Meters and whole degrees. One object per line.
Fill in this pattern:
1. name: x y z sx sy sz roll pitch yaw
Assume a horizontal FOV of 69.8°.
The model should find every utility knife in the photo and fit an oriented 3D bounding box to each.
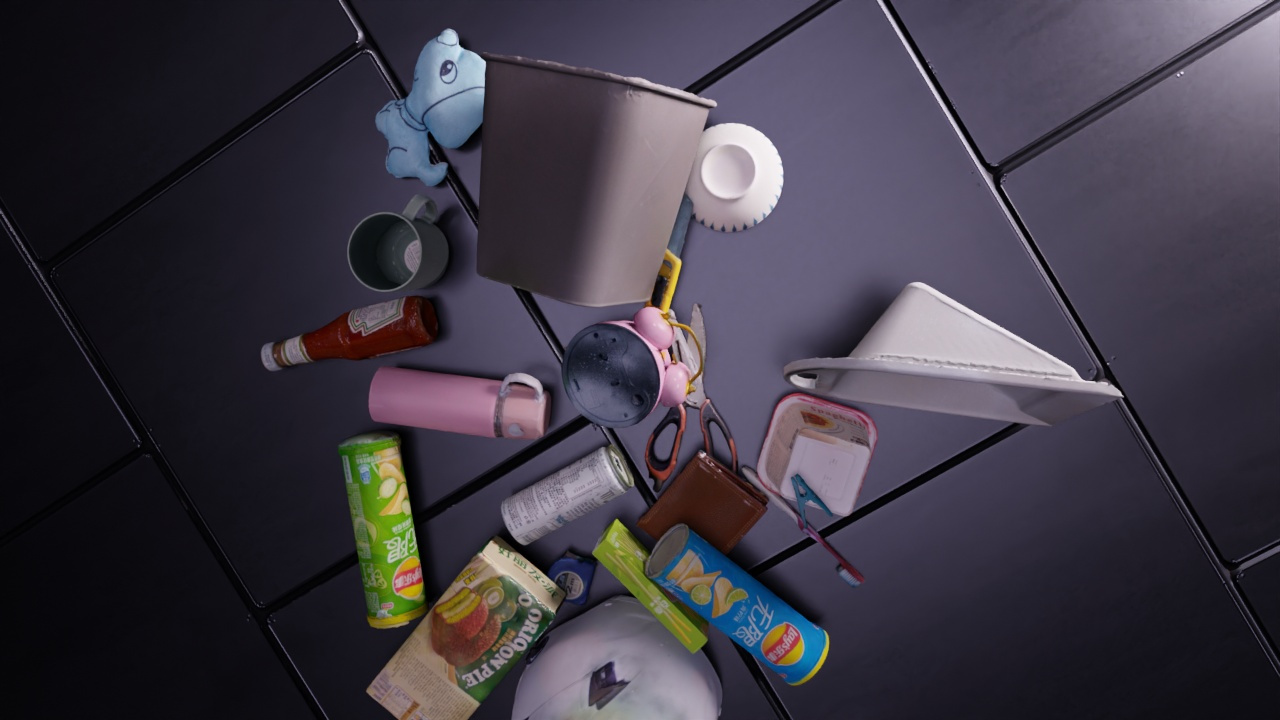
1. utility knife: 0.021 -0.080 1.007 0.033 0.015 0.218 21 109 16

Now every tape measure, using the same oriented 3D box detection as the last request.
1. tape measure: -0.081 0.252 1.068 0.054 0.025 0.058 16 101 7

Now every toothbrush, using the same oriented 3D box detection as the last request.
1. toothbrush: 0.181 0.188 1.036 0.187 0.016 0.017 44 108 0

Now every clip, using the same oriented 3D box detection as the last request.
1. clip: 0.164 0.138 0.908 0.034 0.013 0.055 -25 96 8

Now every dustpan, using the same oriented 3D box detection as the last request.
1. dustpan: 0.285 0.032 0.911 0.258 0.222 0.142 36 86 13

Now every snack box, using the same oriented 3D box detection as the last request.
1. snack box: 0.014 0.250 1.026 0.156 0.085 0.026 45 98 1
2. snack box: -0.201 0.326 1.058 0.114 0.063 0.240 39 105 1

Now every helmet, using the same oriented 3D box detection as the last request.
1. helmet: -0.038 0.407 1.018 0.259 0.145 0.229 -40 90 9

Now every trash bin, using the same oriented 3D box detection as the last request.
1. trash bin: -0.059 -0.181 0.934 0.199 0.198 0.220 19 106 26

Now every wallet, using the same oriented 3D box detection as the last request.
1. wallet: 0.068 0.172 1.030 0.101 0.032 0.125 38 110 -1

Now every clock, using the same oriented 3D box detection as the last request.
1. clock: -0.006 0.006 0.999 0.159 0.059 0.117 -17 96 27

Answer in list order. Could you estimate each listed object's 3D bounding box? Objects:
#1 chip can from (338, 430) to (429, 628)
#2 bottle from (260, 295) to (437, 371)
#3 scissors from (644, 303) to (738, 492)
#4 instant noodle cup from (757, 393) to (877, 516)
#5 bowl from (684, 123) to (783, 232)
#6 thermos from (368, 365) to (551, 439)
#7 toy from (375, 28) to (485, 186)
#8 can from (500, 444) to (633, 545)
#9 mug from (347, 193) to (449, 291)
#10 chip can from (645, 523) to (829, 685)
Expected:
1. chip can: -0.298 0.192 1.064 0.072 0.072 0.221 -8 95 7
2. bottle: -0.337 -0.025 1.055 0.206 0.059 0.060 -13 94 10
3. scissors: 0.050 0.053 1.037 0.197 0.015 0.213 41 99 2
4. instant noodle cup: 0.190 0.105 0.971 0.116 0.124 0.117 17 98 5
5. bowl: 0.095 -0.198 0.981 0.116 0.066 0.116 1 95 7
6. thermos: -0.202 0.043 1.035 0.199 0.067 0.087 7 132 8
7. toy: -0.224 -0.280 1.020 0.156 0.049 0.161 -10 96 12
8. can: -0.084 0.153 1.042 0.147 0.058 0.058 -29 92 8
9. mug: -0.256 -0.130 1.009 0.082 0.106 0.112 29 98 4
10. chip can: 0.106 0.266 1.001 0.210 0.071 0.071 39 99 -11
